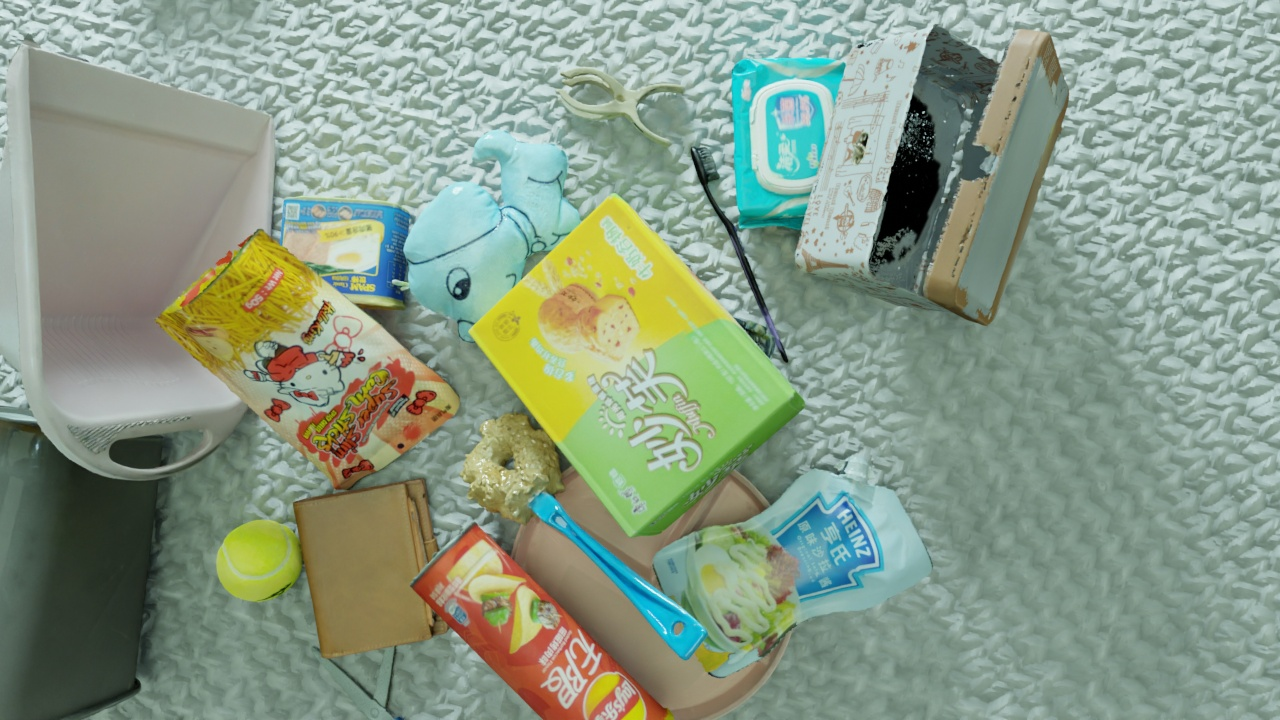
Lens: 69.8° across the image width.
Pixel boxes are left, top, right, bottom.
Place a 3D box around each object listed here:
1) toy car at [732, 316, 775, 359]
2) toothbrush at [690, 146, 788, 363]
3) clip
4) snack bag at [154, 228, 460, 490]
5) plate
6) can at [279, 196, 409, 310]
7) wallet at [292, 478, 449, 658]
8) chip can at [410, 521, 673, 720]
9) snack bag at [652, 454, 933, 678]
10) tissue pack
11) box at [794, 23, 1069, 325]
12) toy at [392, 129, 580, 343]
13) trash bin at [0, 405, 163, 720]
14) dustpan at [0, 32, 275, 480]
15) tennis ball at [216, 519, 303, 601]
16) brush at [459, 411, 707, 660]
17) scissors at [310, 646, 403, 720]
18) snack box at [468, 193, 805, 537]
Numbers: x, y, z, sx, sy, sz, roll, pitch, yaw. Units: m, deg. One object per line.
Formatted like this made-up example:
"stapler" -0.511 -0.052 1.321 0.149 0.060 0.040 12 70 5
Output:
"toy car" 0.062 -0.018 0.724 0.090 0.034 0.043 21 93 17
"toothbrush" 0.082 -0.086 0.732 0.016 0.014 0.189 -23 88 -7
"clip" -0.017 -0.207 0.731 0.100 0.034 0.070 16 91 0
"snack bag" -0.253 0.005 0.708 0.128 0.073 0.208 -38 119 4
"plate" 0.009 0.179 0.734 0.229 0.028 0.229 0 91 5
"can" -0.240 -0.086 0.742 0.102 0.057 0.083 4 89 6
"wallet" -0.218 0.169 0.750 0.108 0.031 0.132 -10 93 -4
"chip can" -0.074 0.220 0.693 0.216 0.073 0.073 45 94 4
"snack bag" 0.113 0.153 0.693 0.191 0.039 0.110 -28 77 3
"tissue pack" 0.118 -0.164 0.709 0.093 0.050 0.133 -3 91 4
"box" 0.223 -0.120 0.633 0.146 0.148 0.181 14 92 -29
"toy" -0.123 -0.098 0.731 0.156 0.050 0.161 -12 99 -6
"trash bin" -0.496 0.150 0.708 0.199 0.199 0.219 9 85 5
"dustpan" -0.349 -0.060 0.679 0.139 0.222 0.274 33 106 17
"tennis ball" -0.309 0.162 0.745 0.065 0.065 0.065 0 90 5
"brush" -0.046 0.127 0.680 0.255 0.046 0.083 38 84 32
"scissors" -0.218 0.307 0.765 0.175 0.012 0.162 34 93 6
"snack box" -0.004 0.004 0.687 0.158 0.070 0.210 -42 73 7
